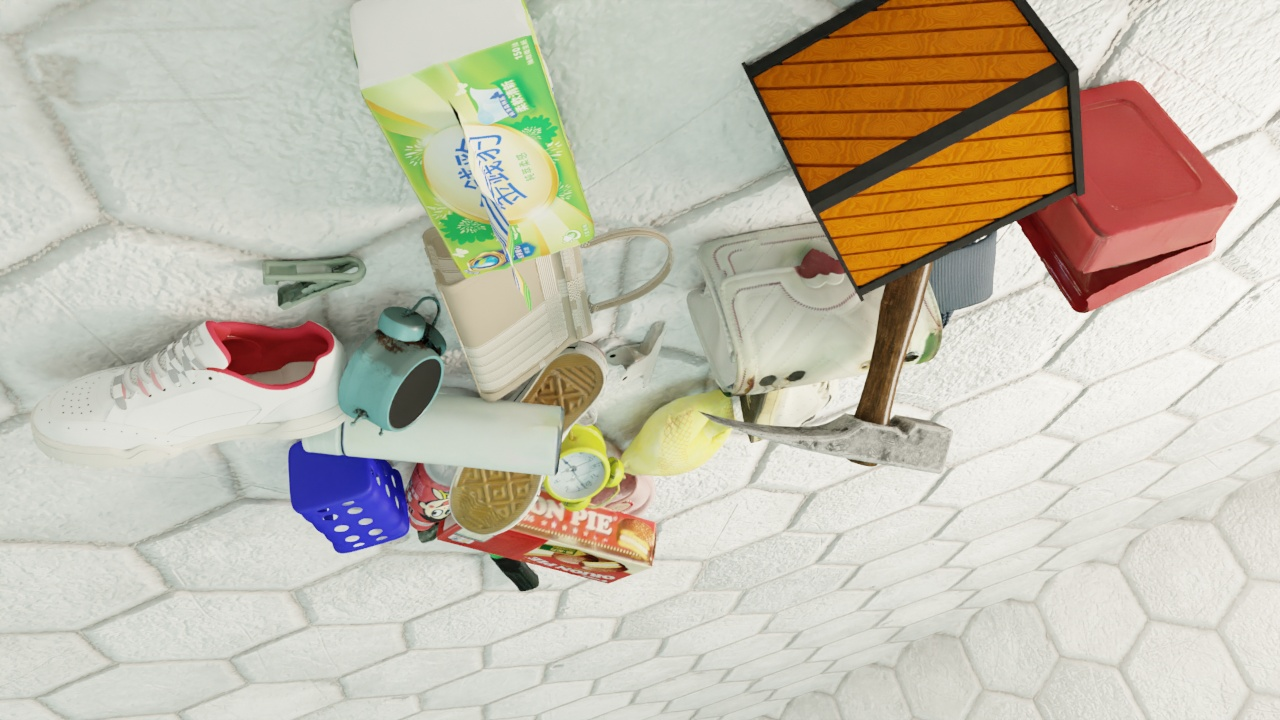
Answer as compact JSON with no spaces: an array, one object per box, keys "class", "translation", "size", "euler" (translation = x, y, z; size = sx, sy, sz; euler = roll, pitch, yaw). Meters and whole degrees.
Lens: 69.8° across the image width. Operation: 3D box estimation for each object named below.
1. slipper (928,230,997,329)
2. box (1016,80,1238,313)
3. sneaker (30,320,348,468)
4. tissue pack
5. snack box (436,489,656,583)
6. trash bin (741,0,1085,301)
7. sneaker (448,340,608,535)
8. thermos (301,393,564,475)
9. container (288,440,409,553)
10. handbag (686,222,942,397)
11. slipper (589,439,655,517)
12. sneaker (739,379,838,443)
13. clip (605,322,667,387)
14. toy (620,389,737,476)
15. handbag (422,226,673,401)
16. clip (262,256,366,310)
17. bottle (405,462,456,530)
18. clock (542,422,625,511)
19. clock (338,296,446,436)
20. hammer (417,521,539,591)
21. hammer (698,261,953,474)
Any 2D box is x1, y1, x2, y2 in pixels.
[{"class":"slipper","translation":[0.296,-0.074,0.912],"size":[0.101,0.082,0.264],"euler":[-15,150,-1]},{"class":"box","translation":[0.392,-0.149,0.767],"size":[0.137,0.157,0.127],"euler":[-26,144,11]},{"class":"sneaker","translation":[-0.352,0.012,0.723],"size":[0.236,0.090,0.104],"euler":[-5,139,-17]},{"class":"tissue pack","translation":[-0.093,-0.120,0.578],"size":[0.120,0.141,0.198],"euler":[-21,149,5]},{"class":"snack box","translation":[-0.109,0.203,1.090],"size":[0.236,0.060,0.113],"euler":[20,149,-22]},{"class":"trash bin","translation":[0.194,-0.165,0.652],"size":[0.172,0.139,0.139],"euler":[-27,148,15]},{"class":"sneaker","translation":[-0.114,0.070,0.930],"size":[0.118,0.087,0.241],"euler":[33,108,-14]},{"class":"thermos","translation":[-0.187,0.062,0.839],"size":[0.230,0.067,0.068],"euler":[6,146,-4]},{"class":"container","translation":[-0.299,0.133,0.940],"size":[0.084,0.085,0.114],"euler":[-16,148,-3]},{"class":"handbag","translation":[0.153,-0.047,0.825],"size":[0.198,0.141,0.096],"euler":[-10,147,-14]},{"class":"slipper","translation":[-0.043,0.157,1.138],"size":[0.107,0.055,0.222],"euler":[-22,146,6]},{"class":"sneaker","translation":[0.166,0.019,0.983],"size":[0.102,0.088,0.242],"euler":[-6,153,-2]},{"class":"clip","translation":[-0.003,0.005,0.933],"size":[0.054,0.043,0.102],"euler":[-19,151,-22]},{"class":"toy","translation":[0.047,0.092,1.075],"size":[0.155,0.064,0.170],"euler":[-29,156,-5]},{"class":"handbag","translation":[-0.064,-0.061,0.780],"size":[0.198,0.062,0.176],"euler":[-19,150,-8]},{"class":"clip","translation":[-0.249,-0.064,0.708],"size":[0.075,0.023,0.061],"euler":[-12,150,-6]},{"class":"bottle","translation":[-0.230,0.147,1.020],"size":[0.062,0.062,0.138],"euler":[0,145,-27]},{"class":"clock","translation":[-0.068,0.120,1.018],"size":[0.083,0.057,0.119],"euler":[-35,124,5]},{"class":"clock","translation":[-0.201,0.003,0.772],"size":[0.124,0.053,0.090],"euler":[-60,166,-6]},{"class":"hammer","translation":[-0.192,0.262,1.258],"size":[0.130,0.032,0.319],"euler":[-17,150,-1]},{"class":"hammer","translation":[0.183,-0.065,0.748],"size":[0.217,0.037,0.300],"euler":[11,97,-17]}]
